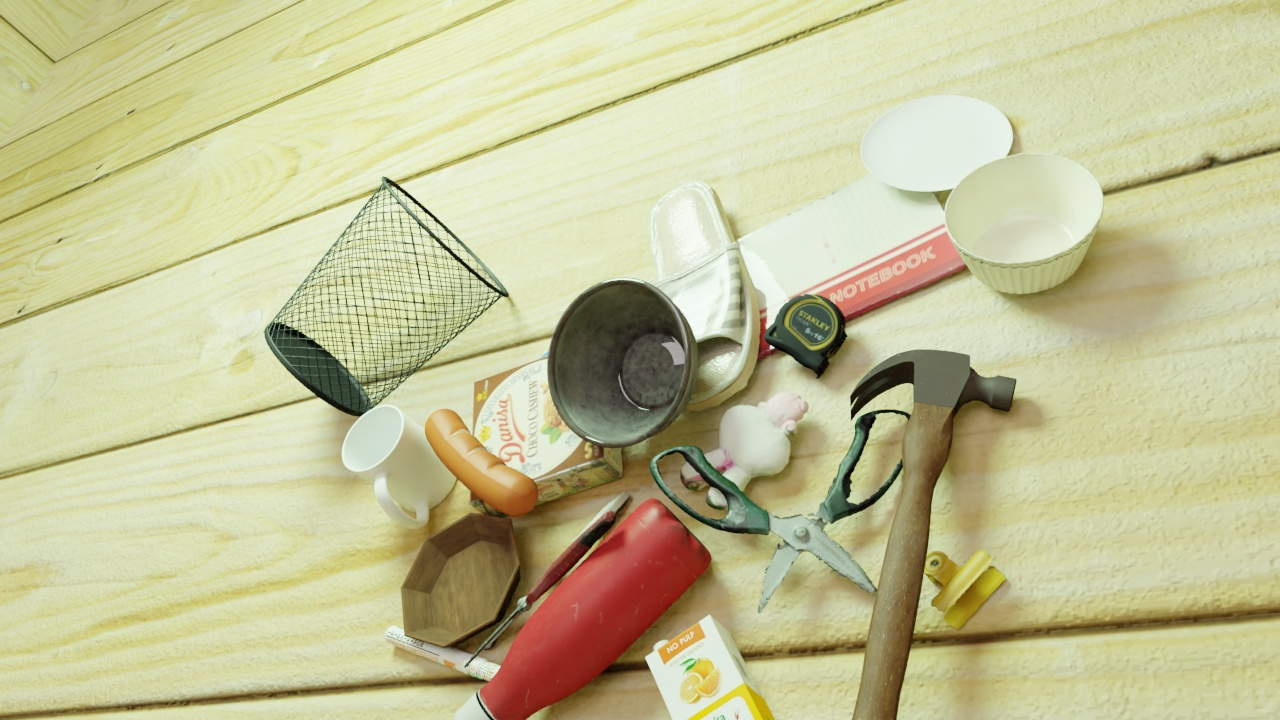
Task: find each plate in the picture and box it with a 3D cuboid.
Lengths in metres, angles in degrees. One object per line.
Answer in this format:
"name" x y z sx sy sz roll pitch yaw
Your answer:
"plate" 0.276 -0.201 0.860 0.135 0.011 0.134 -10 50 12
"plate" -0.157 0.200 0.827 0.131 0.025 0.131 -19 45 20

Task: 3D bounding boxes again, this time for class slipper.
"slipper" 0.049 -0.076 0.885 0.115 0.054 0.272 -22 49 22

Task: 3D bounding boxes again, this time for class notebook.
"notebook" 0.180 -0.096 0.853 0.209 0.012 0.152 -25 47 14

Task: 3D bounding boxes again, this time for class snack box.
"snack box" -0.093 0.065 0.882 0.147 0.041 0.143 -20 49 18

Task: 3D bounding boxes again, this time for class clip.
"clip" 0.216 0.150 0.633 0.054 0.046 0.048 -46 71 -4

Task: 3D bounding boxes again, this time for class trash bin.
"trash bin" -0.286 -0.062 1.014 0.210 0.184 0.184 -45 45 2

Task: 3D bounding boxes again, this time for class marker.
"marker" -0.170 0.257 0.801 0.146 0.017 0.017 5 60 35

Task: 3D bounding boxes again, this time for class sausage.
"sausage" -0.150 0.093 0.838 0.164 0.039 0.044 32 81 42

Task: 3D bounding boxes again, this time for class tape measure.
"tape measure" 0.147 -0.026 0.794 0.062 0.034 0.061 38 96 23

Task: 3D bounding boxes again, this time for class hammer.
"hammer" 0.184 0.122 0.634 0.115 0.033 0.322 8 54 21

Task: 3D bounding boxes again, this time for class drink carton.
"drink carton" 0.055 0.247 0.651 0.058 0.040 0.122 -35 46 5

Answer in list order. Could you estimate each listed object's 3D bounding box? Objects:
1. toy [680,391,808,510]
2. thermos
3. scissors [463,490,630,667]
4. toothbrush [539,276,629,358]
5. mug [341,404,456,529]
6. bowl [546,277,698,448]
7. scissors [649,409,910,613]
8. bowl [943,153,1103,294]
"toy" 0.090 0.073 0.764 0.122 0.038 0.079 -44 37 -1
"thermos" -0.050 0.214 0.720 0.240 0.073 0.073 -44 46 -4
"scissors" -0.067 0.173 0.766 0.178 0.015 0.199 -42 -6 -47
"toothbrush" -0.068 -0.030 0.957 0.166 0.014 0.016 -40 45 1
"mug" -0.234 0.112 0.901 0.074 0.090 0.110 -25 47 13
"bowl" -0.005 0.004 0.804 0.145 0.067 0.145 -4 82 32
"scissors" 0.121 0.092 0.712 0.202 0.015 0.204 36 70 27
"bowl" 0.308 -0.103 0.737 0.115 0.062 0.115 -13 51 17
